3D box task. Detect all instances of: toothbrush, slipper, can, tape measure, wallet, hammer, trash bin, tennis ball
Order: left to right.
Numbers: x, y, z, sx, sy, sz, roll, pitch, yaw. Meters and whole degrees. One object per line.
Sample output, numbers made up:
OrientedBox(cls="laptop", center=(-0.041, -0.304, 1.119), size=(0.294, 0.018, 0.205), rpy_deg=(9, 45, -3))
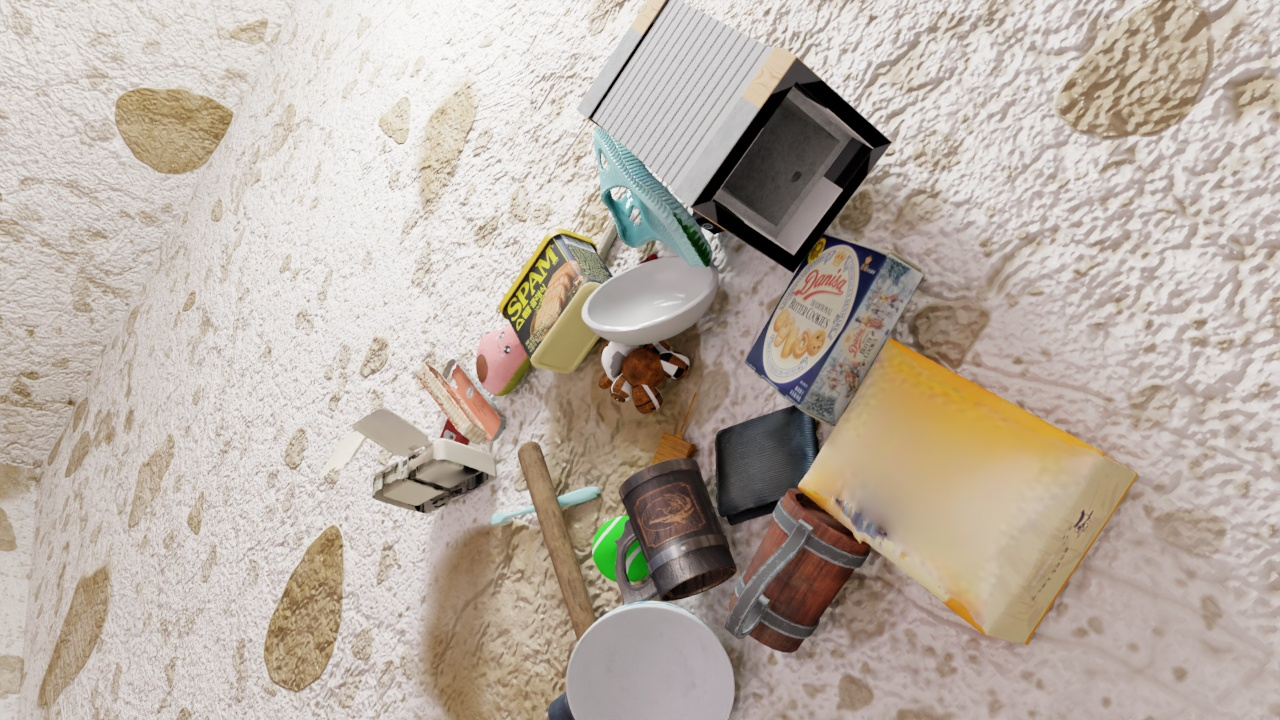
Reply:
OrientedBox(cls="tape measure", center=(-0.249, 0.099, 1.234), size=(0.051, 0.019, 0.059), rpy_deg=(20, 89, 50))
OrientedBox(cls="toothbrush", center=(-0.111, 0.169, 1.058), size=(0.181, 0.016, 0.016), rpy_deg=(-22, 56, 38))
OrientedBox(cls="can", center=(-0.091, -0.067, 1.077), size=(0.135, 0.075, 0.104), rpy_deg=(-52, 48, 23))
OrientedBox(cls="hammer", center=(-0.079, 0.217, 0.975), size=(0.129, 0.040, 0.321), rpy_deg=(-42, 49, 22))
OrientedBox(cls="tennis ball", center=(-0.015, 0.187, 0.906), size=(0.066, 0.065, 0.065), rpy_deg=(-22, 58, 40))
OrientedBox(cls="slipper", center=(-0.006, -0.175, 1.010), size=(0.069, 0.116, 0.276), rpy_deg=(-33, 43, 0))
OrientedBox(cls="trash bin", center=(0.077, -0.223, 0.865), size=(0.143, 0.142, 0.247), rpy_deg=(-54, 41, 14))
OrientedBox(cls="wallet", center=(0.113, 0.094, 0.839), size=(0.115, 0.026, 0.089), rpy_deg=(-25, 54, 38))

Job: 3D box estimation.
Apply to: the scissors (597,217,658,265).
OrientedBox(cls="scissors", center=(-0.047, -0.104, 1.109), size=(0.199, 0.015, 0.179), rpy_deg=(-9, 68, 46))

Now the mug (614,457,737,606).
OrientedBox(cls="mug", center=(0.019, 0.164, 0.849), size=(0.116, 0.080, 0.107), rpy_deg=(-28, 63, 12))

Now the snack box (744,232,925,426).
OrientedBox(cls="snack box", center=(0.161, -0.033, 0.792), size=(0.145, 0.042, 0.144), rpy_deg=(-62, 17, 8))

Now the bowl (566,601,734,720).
OrientedBox(cls="bowl", center=(0.010, 0.273, 0.817), size=(0.144, 0.144, 0.074), rpy_deg=(-60, 1, 8))

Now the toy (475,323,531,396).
OrientedBox(cls="toy", center=(-0.169, -0.009, 1.171), size=(0.110, 0.051, 0.090), rpy_deg=(-40, 49, 28))

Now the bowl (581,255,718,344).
OrientedBox(cls="bowl", center=(0.015, -0.056, 0.965), size=(0.150, 0.043, 0.149), rpy_deg=(-16, 30, 9))

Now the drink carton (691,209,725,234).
OrientedBox(cls="drink carton", center=(0.114, -0.178, 0.948), size=(0.130, 0.040, 0.064), rpy_deg=(-10, 64, 45))

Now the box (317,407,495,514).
OrientedBox(cls="box", center=(-0.289, 0.120, 1.144), size=(0.144, 0.180, 0.080), rpy_deg=(-28, 53, 28))

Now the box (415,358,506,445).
OrientedBox(cls="box", center=(-0.240, 0.049, 1.224), size=(0.067, 0.057, 0.187), rpy_deg=(-36, 42, -13))

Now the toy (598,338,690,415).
OrientedBox(cls="toy", center=(-0.006, 0.006, 0.985), size=(0.087, 0.067, 0.113), rpy_deg=(-51, 23, -7))

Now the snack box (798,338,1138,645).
OrientedBox(cls="snack box", center=(0.226, 0.089, 0.676), size=(0.195, 0.080, 0.145), rpy_deg=(38, 102, 49))

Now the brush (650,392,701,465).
OrientedBox(cls="brush", center=(0.036, 0.098, 0.927), size=(0.048, 0.017, 0.126), rpy_deg=(20, 88, 50))

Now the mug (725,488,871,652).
OrientedBox(cls="mug", center=(0.118, 0.171, 0.735), size=(0.081, 0.117, 0.111), rpy_deg=(35, 104, 30))
